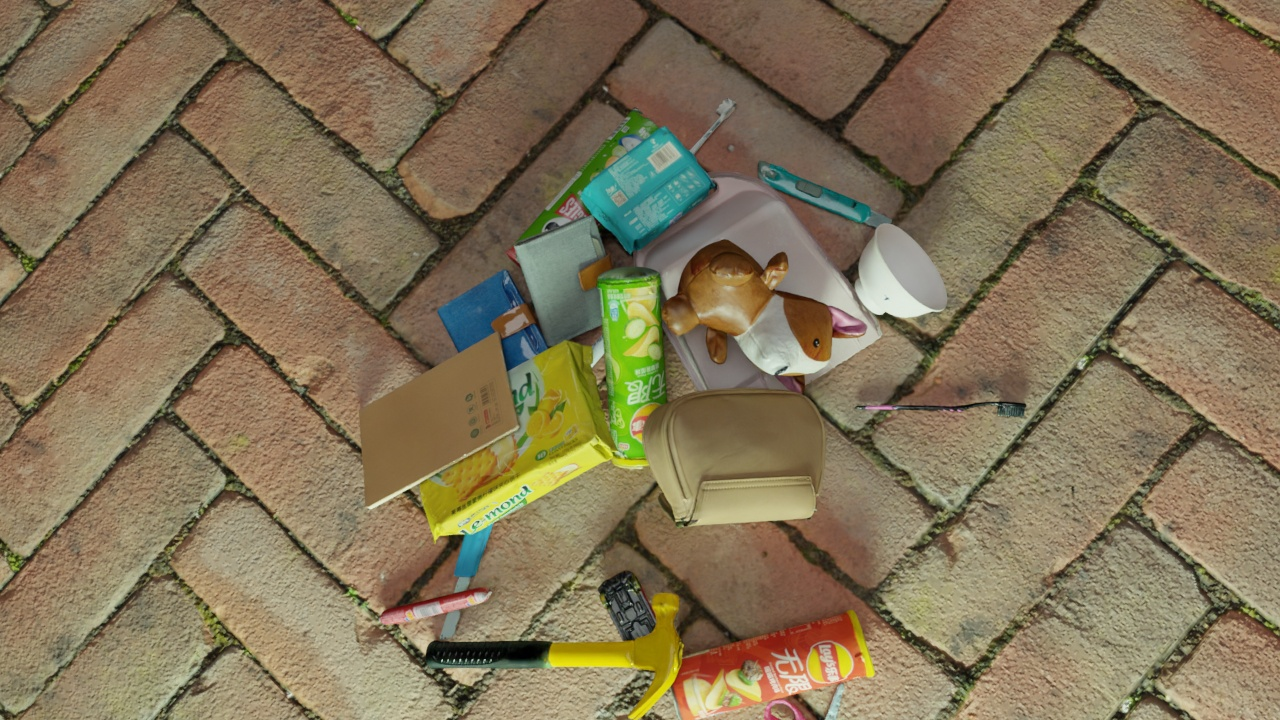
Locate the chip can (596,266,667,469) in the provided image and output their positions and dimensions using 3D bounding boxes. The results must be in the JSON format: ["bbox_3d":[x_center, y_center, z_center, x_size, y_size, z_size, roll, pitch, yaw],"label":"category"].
[{"bbox_3d":[-0.006,0.006,1.029,0.072,0.072,0.221,-3,103,6],"label":"chip can"}]

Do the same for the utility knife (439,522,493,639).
[{"bbox_3d":[-0.198,0.222,1.081,0.034,0.018,0.218,14,83,21],"label":"utility knife"}]

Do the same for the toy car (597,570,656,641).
[{"bbox_3d":[-0.006,0.292,1.039,0.049,0.031,0.106,-31,73,2],"label":"toy car"}]

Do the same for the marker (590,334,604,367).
[{"bbox_3d":[-0.038,-0.028,1.095,0.018,0.022,0.131,38,99,-27],"label":"marker"}]

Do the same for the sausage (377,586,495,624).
[{"bbox_3d":[-0.238,0.285,1.065,0.156,0.020,0.020,-16,79,14],"label":"sausage"}]

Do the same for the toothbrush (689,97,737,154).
[{"bbox_3d":[0.056,-0.254,1.131,0.016,0.016,0.180,39,86,19],"label":"toothbrush"}]

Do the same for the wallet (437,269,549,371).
[{"bbox_3d":[-0.174,-0.030,1.112,0.106,0.040,0.133,-29,80,5],"label":"wallet"}]

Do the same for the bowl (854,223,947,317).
[{"bbox_3d":[0.285,-0.090,1.044,0.065,0.118,0.118,-39,76,37],"label":"bowl"}]

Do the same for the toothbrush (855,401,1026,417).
[{"bbox_3d":[0.342,0.056,1.048,0.189,0.014,0.018,-1,93,7],"label":"toothbrush"}]

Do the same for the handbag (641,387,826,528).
[{"bbox_3d":[0.103,0.106,1.005,0.204,0.100,0.147,1,74,-24],"label":"handbag"}]

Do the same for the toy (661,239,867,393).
[{"bbox_3d":[0.132,-0.042,0.983,0.199,0.130,0.140,31,129,-24],"label":"toy"}]

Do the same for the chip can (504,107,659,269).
[{"bbox_3d":[-0.061,-0.194,1.107,0.072,0.072,0.236,40,87,11],"label":"chip can"}]

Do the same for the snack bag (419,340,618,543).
[{"bbox_3d":[-0.145,0.095,1.042,0.247,0.068,0.158,-29,49,10],"label":"snack bag"}]

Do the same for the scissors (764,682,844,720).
[{"bbox_3d":[0.197,0.417,1.005,0.133,0.017,0.134,15,79,5],"label":"scissors"}]

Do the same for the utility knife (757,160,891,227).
[{"bbox_3d":[0.218,-0.198,1.104,0.176,0.013,0.029,25,85,10],"label":"utility knife"}]

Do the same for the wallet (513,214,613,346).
[{"bbox_3d":[-0.079,-0.093,1.067,0.106,0.037,0.130,-25,116,-18],"label":"wallet"}]

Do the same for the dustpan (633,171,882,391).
[{"bbox_3d":[0.122,-0.090,1.101,0.222,0.138,0.273,-30,107,0],"label":"dustpan"}]

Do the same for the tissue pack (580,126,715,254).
[{"bbox_3d":[0.008,-0.194,1.052,0.133,0.050,0.093,-38,86,-7],"label":"tissue pack"}]

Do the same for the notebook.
[{"bbox_3d":[-0.239,0.067,1.065,0.208,0.008,0.147,-29,50,12],"label":"notebook"}]

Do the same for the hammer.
[{"bbox_3d":[-0.099,0.326,1.015,0.301,0.033,0.128,-6,63,18],"label":"hammer"}]

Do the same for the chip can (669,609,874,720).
[{"bbox_3d":[0.139,0.332,0.996,0.217,0.073,0.073,-15,79,4],"label":"chip can"}]
